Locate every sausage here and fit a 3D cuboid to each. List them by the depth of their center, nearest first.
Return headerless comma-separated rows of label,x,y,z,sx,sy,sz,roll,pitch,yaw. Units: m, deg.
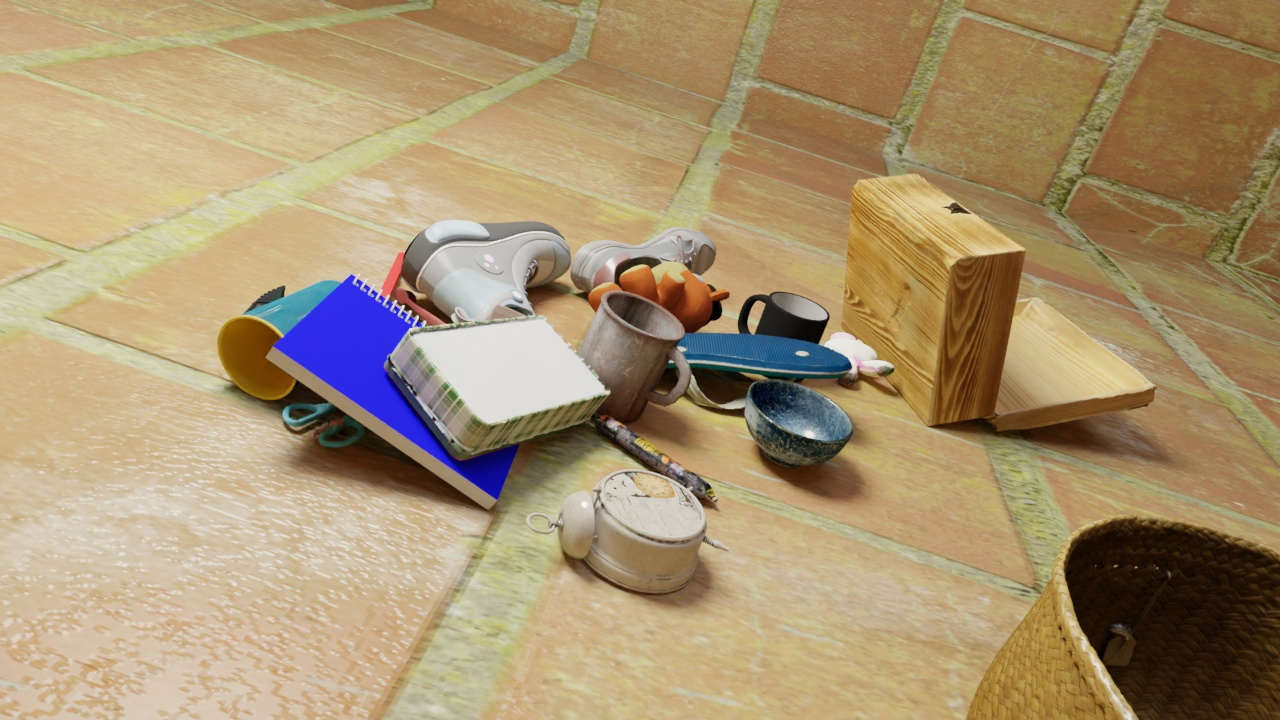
sausage,0.010,0.091,0.868,0.155,0.020,0.020,32,29,28

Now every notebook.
notebook,-0.194,0.019,0.796,0.209,0.022,0.171,37,23,-12

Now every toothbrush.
toothbrush,-0.210,-0.037,0.965,0.016,0.016,0.190,10,17,-45
toothbrush,-0.282,-0.087,1.035,0.012,0.018,0.212,16,19,-13

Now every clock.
clock,-0.014,0.128,0.730,0.156,0.061,0.103,7,28,-26

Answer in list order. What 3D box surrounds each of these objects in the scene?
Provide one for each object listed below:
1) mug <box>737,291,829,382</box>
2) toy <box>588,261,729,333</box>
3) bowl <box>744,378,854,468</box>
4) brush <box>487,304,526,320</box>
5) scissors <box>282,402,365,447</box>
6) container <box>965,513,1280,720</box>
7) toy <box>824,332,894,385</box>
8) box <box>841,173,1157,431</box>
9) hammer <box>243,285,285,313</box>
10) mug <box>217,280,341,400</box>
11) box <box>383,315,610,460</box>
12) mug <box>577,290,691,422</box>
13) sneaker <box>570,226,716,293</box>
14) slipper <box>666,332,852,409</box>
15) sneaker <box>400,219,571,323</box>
mug,0.170,-0.038,1.144,0.078,0.088,0.113,-10,37,-44
toy,0.029,-0.069,1.102,0.176,0.112,0.096,19,62,-37
bowl,0.155,0.073,0.947,0.114,0.061,0.114,15,27,-8
brush,-0.104,-0.012,0.965,0.135,0.050,0.015,24,-7,-28
scissors,-0.263,0.038,0.817,0.076,0.015,0.141,18,19,5
container,0.352,0.257,0.551,0.307,0.197,0.306,13,28,-7
toy,0.279,-0.004,1.207,0.079,0.038,0.122,1,28,-6
box,0.476,-0.075,1.223,0.336,0.287,0.279,-7,31,-11
hammer,-0.228,-0.013,0.933,0.325,0.015,0.094,15,25,-7
mug,-0.305,-0.025,0.823,0.078,0.078,0.121,22,29,8
box,-0.122,0.018,0.823,0.117,0.051,0.205,46,24,15
mug,-0.006,0.005,0.922,0.123,0.110,0.096,39,32,25
sneaker,0.026,-0.116,1.207,0.235,0.099,0.089,-14,38,-36
slipper,0.088,0.009,1.042,0.295,0.060,0.118,2,21,-1
sneaker,-0.140,-0.083,1.060,0.160,0.093,0.256,47,29,22
